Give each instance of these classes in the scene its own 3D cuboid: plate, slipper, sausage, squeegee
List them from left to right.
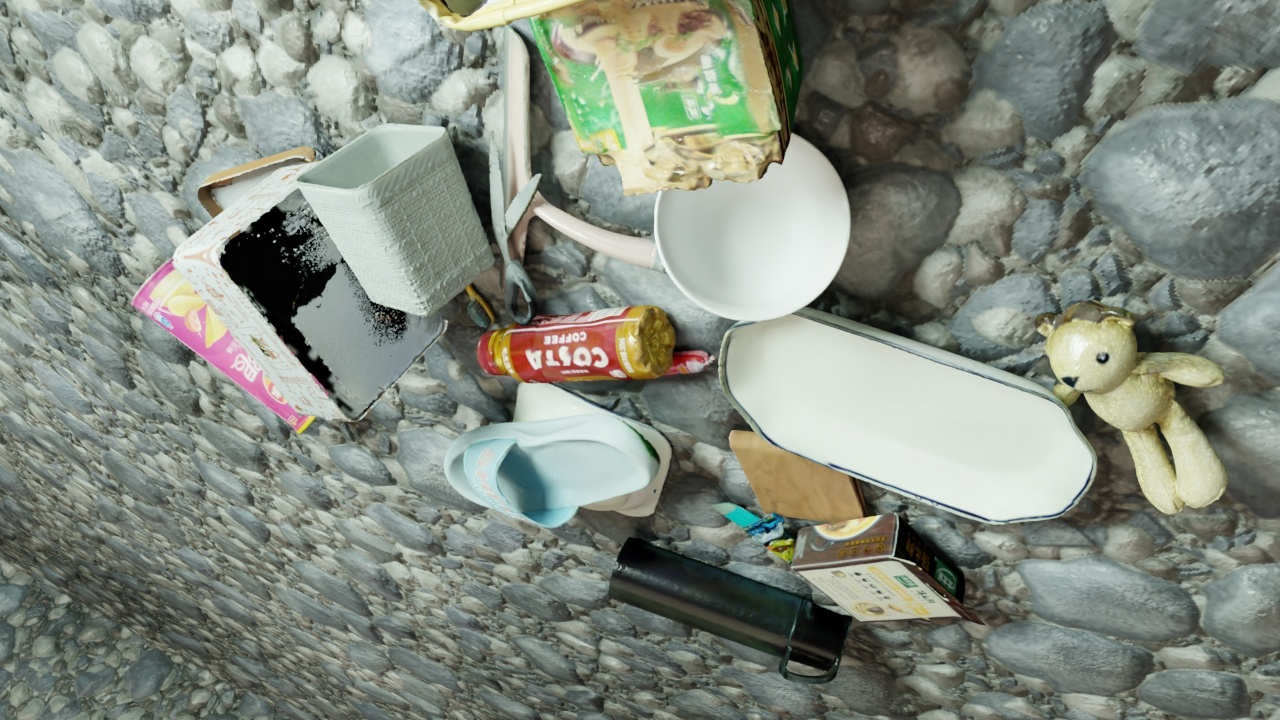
[{"bbox_3d":[-0.088,0.108,0.834,0.246,0.074,0.104,-14,125,40],"label":"slipper"},{"bbox_3d":[-0.057,0.098,0.891,0.164,0.034,0.164,23,141,9],"label":"plate"},{"bbox_3d":[-0.005,0.004,0.767,0.156,0.020,0.020,-3,132,34],"label":"sausage"},{"bbox_3d":[0.004,-0.082,0.651,0.250,0.040,0.248,22,141,8],"label":"squeegee"},{"bbox_3d":[0.184,0.034,0.658,0.266,0.034,0.162,19,144,18],"label":"plate"}]

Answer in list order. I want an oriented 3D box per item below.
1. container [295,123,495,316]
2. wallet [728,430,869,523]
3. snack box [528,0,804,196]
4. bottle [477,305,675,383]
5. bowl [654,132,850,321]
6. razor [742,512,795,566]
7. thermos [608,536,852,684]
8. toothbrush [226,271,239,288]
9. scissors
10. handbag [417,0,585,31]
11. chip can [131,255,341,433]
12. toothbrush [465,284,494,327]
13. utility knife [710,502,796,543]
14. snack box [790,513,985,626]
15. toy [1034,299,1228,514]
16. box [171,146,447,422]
[{"bbox_3d":[-0.175,-0.102,0.680,0.090,0.090,0.114,16,139,40],"label":"container"},{"bbox_3d":[0.139,0.103,0.789,0.101,0.020,0.115,2,137,32],"label":"wallet"},{"bbox_3d":[0.028,-0.167,0.488,0.118,0.105,0.117,1,132,29],"label":"snack box"},{"bbox_3d":[-0.058,-0.011,0.752,0.175,0.057,0.057,-3,132,35],"label":"bottle"},{"bbox_3d":[0.066,-0.082,0.579,0.118,0.118,0.065,30,179,-1],"label":"bowl"},{"bbox_3d":[0.158,0.194,0.857,0.142,0.022,0.043,39,136,-17],"label":"razor"},{"bbox_3d":[0.087,0.256,0.934,0.243,0.089,0.069,16,123,17],"label":"thermos"},{"bbox_3d":[-0.338,-0.061,0.904,0.190,0.016,0.016,14,138,16],"label":"toothbrush"},{"bbox_3d":[-0.107,-0.094,0.699,0.176,0.014,0.159,6,129,48],"label":"scissors"},{"bbox_3d":[-0.047,-0.216,0.433,0.179,0.162,0.063,-4,130,35],"label":"handbag"},{"bbox_3d":[-0.416,-0.016,0.957,0.210,0.071,0.072,42,140,-15],"label":"chip can"},{"bbox_3d":[-0.175,-0.100,0.756,0.016,0.018,0.191,-6,130,34],"label":"toothbrush"},{"bbox_3d":[0.137,0.173,0.873,0.157,0.013,0.029,33,143,-9],"label":"utility knife"},{"bbox_3d":[0.215,0.186,0.795,0.126,0.053,0.113,-20,130,42],"label":"snack box"},{"bbox_3d":[0.304,0.030,0.567,0.157,0.066,0.105,51,155,-14],"label":"toy"},{"bbox_3d":[-0.293,-0.067,0.768,0.193,0.156,0.183,2,133,39],"label":"box"}]
